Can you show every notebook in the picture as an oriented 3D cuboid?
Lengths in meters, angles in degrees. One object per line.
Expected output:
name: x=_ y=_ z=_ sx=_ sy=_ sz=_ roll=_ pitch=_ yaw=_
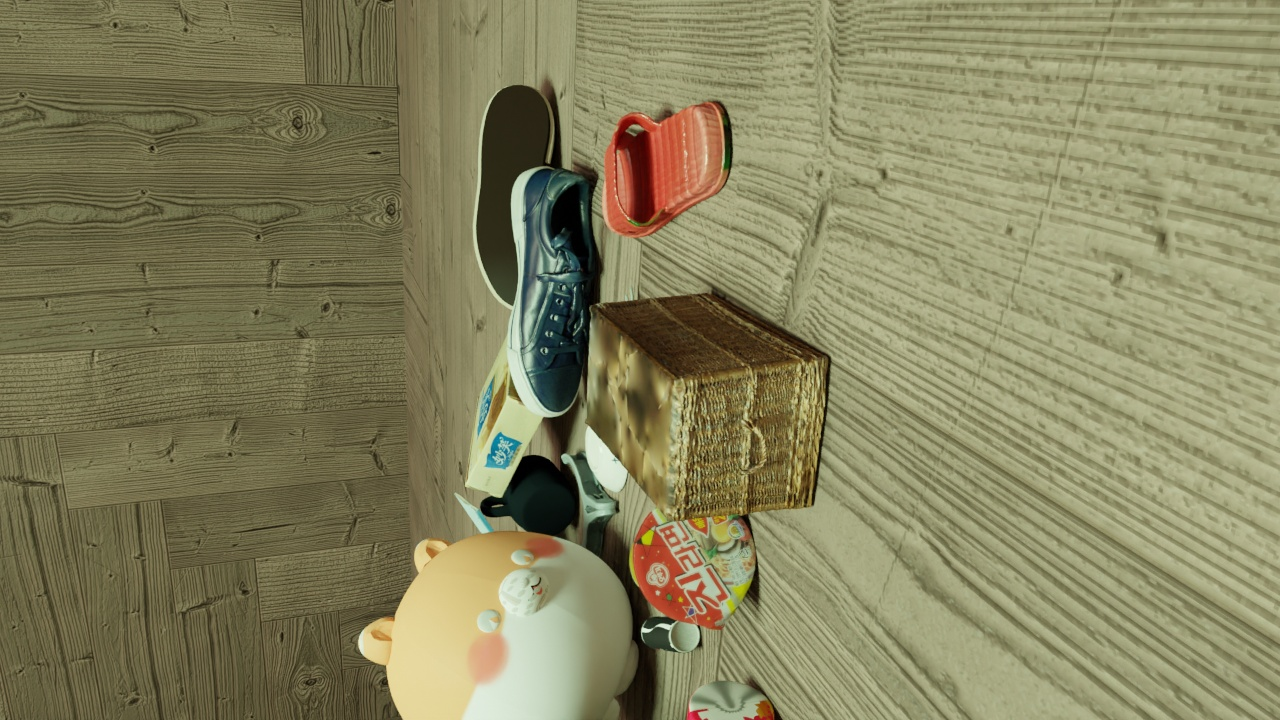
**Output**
notebook: x=-0.170 y=0.294 z=1.265 sx=0.253 sy=0.009 sz=0.181 roll=57 pitch=163 yaw=-11

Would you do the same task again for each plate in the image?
plate: x=-0.043 y=0.099 z=1.044 sx=0.104 sy=0.026 sz=0.104 roll=175 pitch=90 yaw=-69

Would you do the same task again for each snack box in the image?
snack box: x=-0.175 y=0.057 z=1.217 sx=0.154 sy=0.055 sz=0.207 roll=-61 pitch=18 yaw=26

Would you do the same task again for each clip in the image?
clip: x=-0.072 y=0.160 z=1.130 sx=0.169 sy=0.031 sz=0.164 roll=115 pitch=144 yaw=-51

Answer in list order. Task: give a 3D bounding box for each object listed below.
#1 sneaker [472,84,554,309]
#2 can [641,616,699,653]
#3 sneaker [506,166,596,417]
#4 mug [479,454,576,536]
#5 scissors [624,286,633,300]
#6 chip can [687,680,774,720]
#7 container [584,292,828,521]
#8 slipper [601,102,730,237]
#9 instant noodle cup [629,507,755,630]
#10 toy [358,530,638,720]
sneaker: x=-0.155 y=-0.197 z=1.189 sx=0.116 sy=0.112 sz=0.293 roll=89 pitch=175 yaw=-80
can: x=0.028 y=0.262 z=0.879 sx=0.081 sy=0.031 sz=0.031 roll=144 pitch=119 yaw=-66
sneaker: x=-0.087 y=-0.075 z=1.053 sx=0.127 sy=0.120 sz=0.294 roll=9 pitch=101 yaw=46
mug: x=-0.151 y=0.184 z=1.211 sx=0.094 sy=0.121 sz=0.085 roll=-146 pitch=50 yaw=-63
scissors: x=-0.003 y=0.008 z=0.932 sx=0.151 sy=0.019 sz=0.119 roll=-108 pitch=21 yaw=-44
chip can: x=0.064 y=0.374 z=0.754 sx=0.069 sy=0.069 sz=0.221 roll=-135 pitch=46 yaw=-60
container: x=0.040 y=0.028 z=0.689 sx=0.198 sy=0.112 sz=0.114 roll=-141 pitch=50 yaw=-61
slipper: x=0.002 y=-0.170 z=0.829 sx=0.249 sy=0.059 sz=0.103 roll=170 pitch=95 yaw=-68
instant noodle cup: x=0.032 y=0.166 z=0.775 sx=0.113 sy=0.100 sz=0.100 roll=132 pitch=132 yaw=-74
toy: x=-0.145 y=0.309 z=0.992 sx=0.262 sy=0.281 sz=0.267 roll=-63 pitch=-2 yaw=-45
